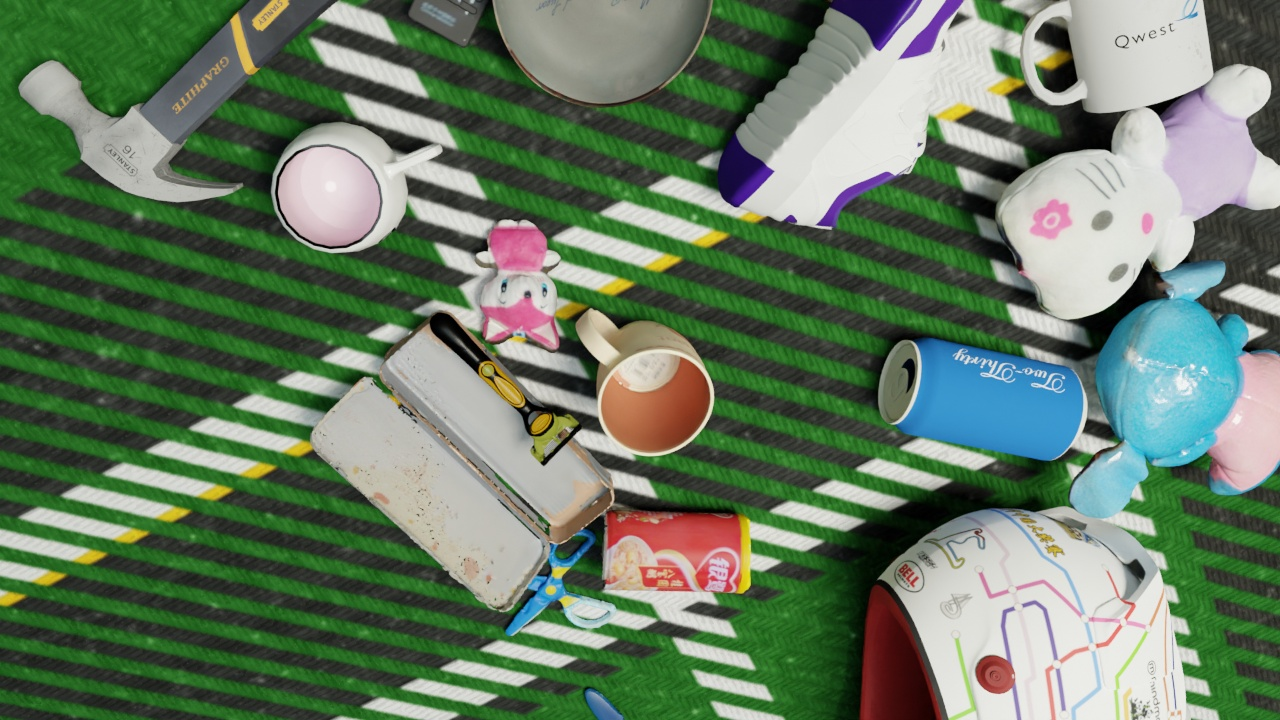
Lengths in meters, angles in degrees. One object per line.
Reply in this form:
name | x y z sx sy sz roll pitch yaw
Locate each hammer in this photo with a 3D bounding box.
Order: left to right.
hammer | -0.263 -0.234 0.628 0.313 0.035 0.139 -39 110 9

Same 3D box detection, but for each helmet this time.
helmet | 0.311 0.274 0.749 0.236 0.231 0.315 -2 104 -7

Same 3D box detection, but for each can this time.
can | 0.029 0.161 0.774 0.124 0.066 0.067 2 110 -5
can | 0.275 0.031 0.739 0.146 0.079 0.079 11 108 -8

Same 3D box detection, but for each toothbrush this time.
toothbrush | -0.011 0.355 0.868 0.021 0.016 0.132 -36 109 6

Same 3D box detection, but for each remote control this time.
remote control | -0.109 -0.288 0.627 0.045 0.021 0.140 27 101 -14

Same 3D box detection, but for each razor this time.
razor | -0.108 0.018 0.702 0.044 0.021 0.144 -45 105 -8

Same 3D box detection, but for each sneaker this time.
sneaker | 0.165 -0.182 0.627 0.111 0.091 0.245 22 128 -26

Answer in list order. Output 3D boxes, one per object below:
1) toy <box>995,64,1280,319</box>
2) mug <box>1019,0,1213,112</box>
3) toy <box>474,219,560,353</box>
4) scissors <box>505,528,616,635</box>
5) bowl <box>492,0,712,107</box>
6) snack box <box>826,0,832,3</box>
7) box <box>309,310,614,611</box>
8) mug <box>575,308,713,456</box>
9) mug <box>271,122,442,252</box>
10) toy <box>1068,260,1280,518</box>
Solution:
toy | 0.366 -0.126 0.686 0.209 0.085 0.138 -31 119 2
mug | 0.331 -0.231 0.650 0.120 0.083 0.096 -18 110 11
toy | -0.094 -0.055 0.699 0.065 0.050 0.102 0 105 0
scissors | -0.074 0.202 0.812 0.130 0.014 0.125 41 101 -14
bowl | -0.026 -0.253 0.625 0.150 0.056 0.151 -1 110 -4
snack box | 0.189 -0.335 0.620 0.092 0.042 0.201 19 108 -12
box | -0.137 0.082 0.736 0.216 0.071 0.156 47 72 -18
mug | -0.004 0.004 0.695 0.111 0.104 0.085 41 101 -16
mug | -0.195 -0.128 0.647 0.124 0.076 0.090 -22 110 3
toy | 0.440 0.037 0.733 0.191 0.099 0.224 23 87 -20
